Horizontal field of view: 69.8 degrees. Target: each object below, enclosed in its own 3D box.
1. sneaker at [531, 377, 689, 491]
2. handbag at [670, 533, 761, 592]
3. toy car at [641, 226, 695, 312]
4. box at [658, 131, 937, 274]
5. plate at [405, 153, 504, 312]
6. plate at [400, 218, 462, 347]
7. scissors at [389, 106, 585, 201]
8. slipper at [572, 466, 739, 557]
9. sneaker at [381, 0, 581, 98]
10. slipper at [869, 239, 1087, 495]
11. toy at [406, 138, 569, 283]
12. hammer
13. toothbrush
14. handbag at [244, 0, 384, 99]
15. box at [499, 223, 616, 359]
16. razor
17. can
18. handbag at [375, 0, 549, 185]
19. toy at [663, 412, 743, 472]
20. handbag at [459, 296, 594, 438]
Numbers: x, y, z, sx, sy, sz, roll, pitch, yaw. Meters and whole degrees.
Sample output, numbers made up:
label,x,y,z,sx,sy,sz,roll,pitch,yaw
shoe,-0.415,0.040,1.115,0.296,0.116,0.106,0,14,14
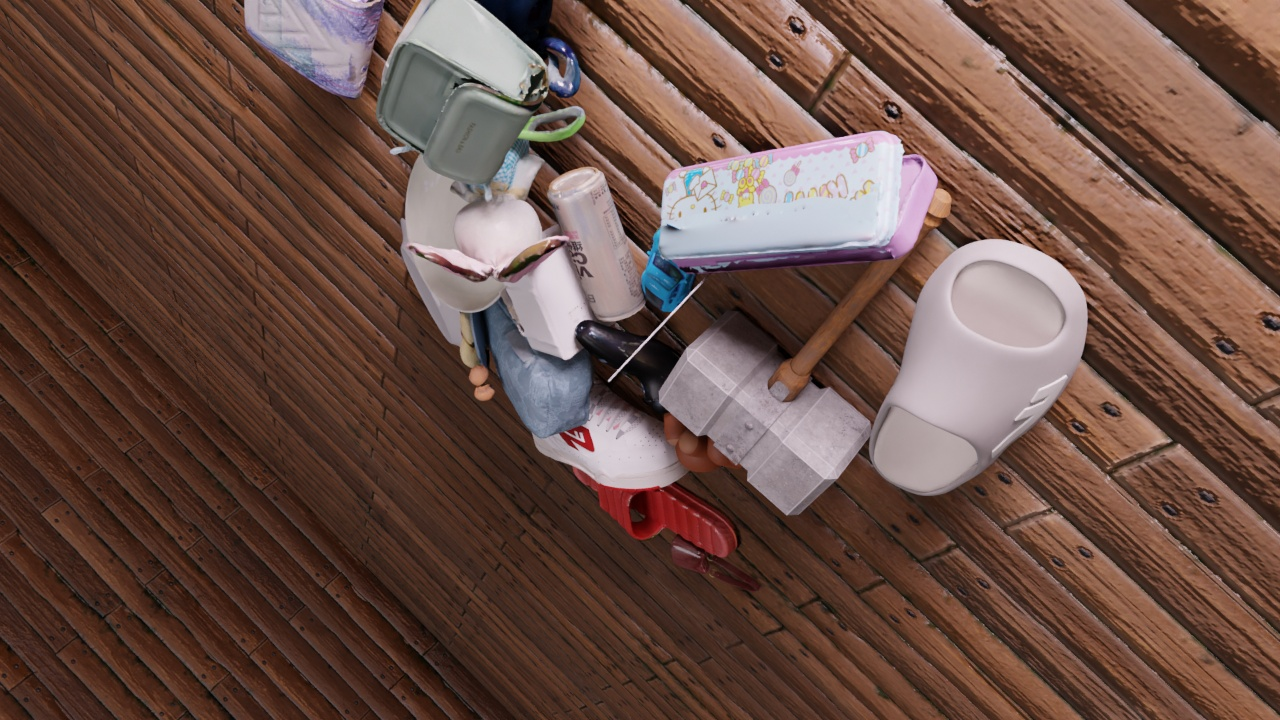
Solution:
label,x,y,z,sx,sy,sz,roll,pitch,yaw
sneaker,-0.045,0.067,1.033,0.237,0.090,0.104,17,132,46
handbag,0.094,0.256,1.134,0.120,0.029,0.055,22,144,28
toy car,0.025,-0.081,0.815,0.048,0.032,0.106,40,148,12
box,0.096,-0.103,0.644,0.065,0.078,0.215,24,167,-38
plate,-0.175,-0.141,0.943,0.183,0.034,0.182,12,108,40
plate,-0.251,-0.081,1.107,0.188,0.016,0.189,54,163,24
scissors,-0.132,-0.197,0.788,0.021,0.171,0.172,79,-178,-58
slipper,0.004,0.179,1.120,0.249,0.059,0.104,23,143,32
sneaker,-0.118,-0.264,0.736,0.127,0.120,0.295,28,157,-26
slipper,0.220,0.036,0.652,0.113,0.080,0.266,28,146,13
toy,-0.132,-0.133,0.813,0.106,0.131,0.205,91,173,-52
hammer,0.144,-0.019,0.710,0.163,0.082,0.319,41,142,9
toothbrush,0.037,-0.042,0.699,0.010,0.181,0.010,42,156,2
handbag,-0.315,-0.344,0.902,0.126,0.069,0.159,36,151,-9
box,-0.090,-0.069,0.903,0.091,0.102,0.107,13,135,46
razor,-0.005,0.005,0.893,0.140,0.063,0.053,27,169,-28
can,-0.039,-0.106,0.840,0.054,0.054,0.136,14,135,43
handbag,-0.134,-0.197,0.684,0.106,0.067,0.122,34,150,-12
toy,0.086,0.077,0.900,0.128,0.065,0.094,-6,164,41
handbag,-0.133,-0.005,0.988,0.192,0.118,0.122,54,151,33
